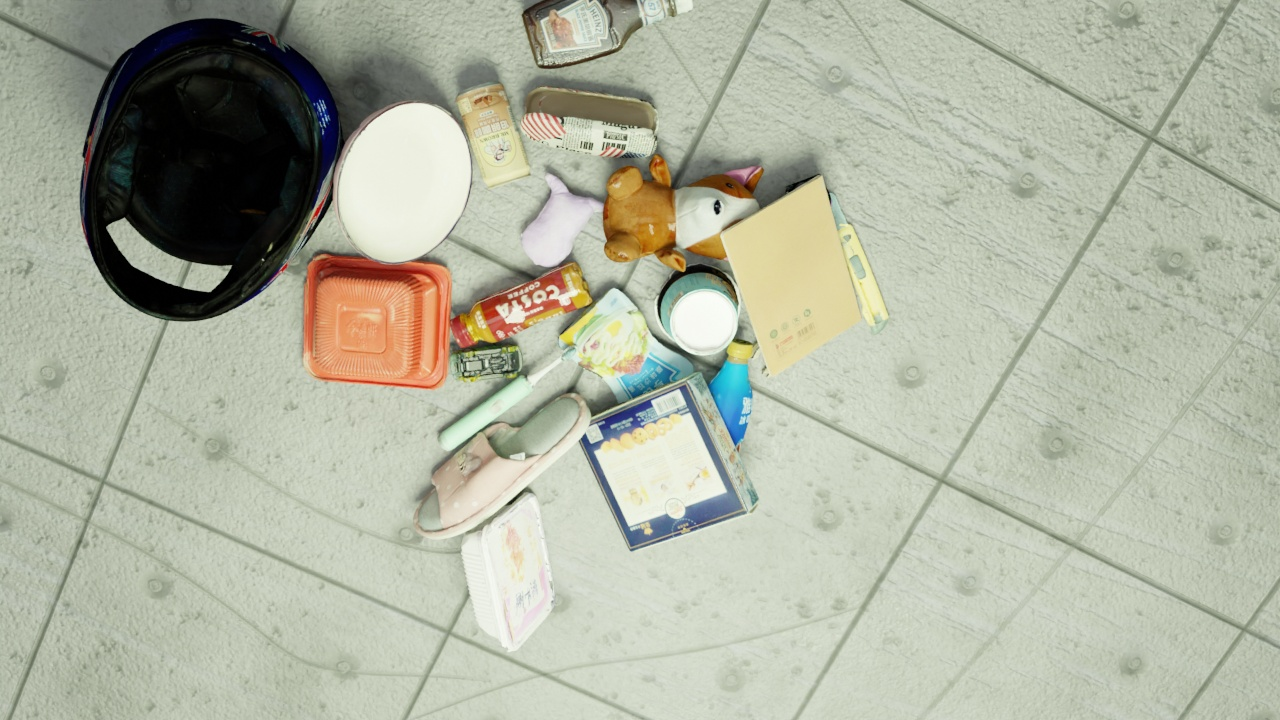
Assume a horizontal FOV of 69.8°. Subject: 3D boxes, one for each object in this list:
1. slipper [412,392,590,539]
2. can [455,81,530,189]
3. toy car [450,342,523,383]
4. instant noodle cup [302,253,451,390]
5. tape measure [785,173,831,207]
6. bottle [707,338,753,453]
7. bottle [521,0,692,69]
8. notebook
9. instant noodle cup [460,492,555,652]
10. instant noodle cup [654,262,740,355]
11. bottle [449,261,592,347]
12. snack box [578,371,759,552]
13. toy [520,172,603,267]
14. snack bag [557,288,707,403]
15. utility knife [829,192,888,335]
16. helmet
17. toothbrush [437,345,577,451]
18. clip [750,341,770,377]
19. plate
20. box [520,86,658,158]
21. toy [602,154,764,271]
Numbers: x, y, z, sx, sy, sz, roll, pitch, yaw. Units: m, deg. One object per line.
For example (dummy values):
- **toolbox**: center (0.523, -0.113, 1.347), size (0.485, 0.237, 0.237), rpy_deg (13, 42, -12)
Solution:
- **slipper**: center (-0.183, 0.128, 1.163), size (0.274, 0.114, 0.054), rpy_deg (-35, 126, 5)
- **can**: center (-0.174, -0.267, 1.091), size (0.058, 0.058, 0.116), rpy_deg (-17, 103, 3)
- **toy car**: center (-0.195, 0.001, 1.165), size (0.091, 0.036, 0.043), rpy_deg (-5, 108, -11)
- **instant noodle cup**: center (-0.333, -0.045, 1.133), size (0.189, 0.079, 0.164), rpy_deg (4, 100, 3)
- **tape measure**: center (0.204, -0.193, 1.120), size (0.057, 0.039, 0.058), rpy_deg (-17, 101, 15)
- **bottle**: center (0.105, 0.079, 1.167), size (0.065, 0.065, 0.219), rpy_deg (10, 108, -3)
- **bottle**: center (-0.037, -0.400, 1.070), size (0.195, 0.044, 0.080), rpy_deg (-16, 104, 2)
- **notebook**: center (0.188, -0.098, 1.110), size (0.147, 0.008, 0.208), rpy_deg (-32, 120, -13)
- **instant noodle cup**: center (-0.176, 0.271, 1.192), size (0.060, 0.137, 0.173), rpy_deg (-2, 105, 23)
- **instant noodle cup**: center (0.074, -0.056, 1.113), size (0.111, 0.120, 0.111), rpy_deg (0, 103, -1)
- **bottle**: center (-0.150, -0.066, 1.140), size (0.175, 0.057, 0.057), rpy_deg (-22, 103, 5)
- **snack box**: center (0.030, 0.130, 1.149), size (0.178, 0.045, 0.182), rpy_deg (-23, 93, 28)
- **toy**: center (-0.105, -0.166, 1.126), size (0.084, 0.039, 0.108), rpy_deg (32, 101, -7)
- **snack bag**: center (-0.007, 0.007, 1.171), size (0.110, 0.039, 0.191), rpy_deg (-43, 103, 6)
- **utility knife**: center (0.270, -0.124, 1.157), size (0.031, 0.021, 0.198), rpy_deg (-24, 98, 5)
- **helmet**: center (-0.466, -0.207, 1.004), size (0.247, 0.240, 0.315), rpy_deg (23, 93, -25)
- **toothbrush**: center (-0.169, 0.047, 1.172), size (0.225, 0.027, 0.026), rpy_deg (-35, 107, 13)
- **clip**: center (0.191, -0.013, 1.172), size (0.104, 0.034, 0.082), rpy_deg (-27, 100, -3)
- **plate**: center (-0.278, -0.208, 1.060), size (0.039, 0.192, 0.192), rpy_deg (27, 104, 31)
- **box**: center (-0.059, -0.272, 1.079), size (0.163, 0.087, 0.076), rpy_deg (8, 118, -6)
- **toy**: center (0.055, -0.175, 1.091), size (0.199, 0.130, 0.140), rpy_deg (1, 92, -10)
